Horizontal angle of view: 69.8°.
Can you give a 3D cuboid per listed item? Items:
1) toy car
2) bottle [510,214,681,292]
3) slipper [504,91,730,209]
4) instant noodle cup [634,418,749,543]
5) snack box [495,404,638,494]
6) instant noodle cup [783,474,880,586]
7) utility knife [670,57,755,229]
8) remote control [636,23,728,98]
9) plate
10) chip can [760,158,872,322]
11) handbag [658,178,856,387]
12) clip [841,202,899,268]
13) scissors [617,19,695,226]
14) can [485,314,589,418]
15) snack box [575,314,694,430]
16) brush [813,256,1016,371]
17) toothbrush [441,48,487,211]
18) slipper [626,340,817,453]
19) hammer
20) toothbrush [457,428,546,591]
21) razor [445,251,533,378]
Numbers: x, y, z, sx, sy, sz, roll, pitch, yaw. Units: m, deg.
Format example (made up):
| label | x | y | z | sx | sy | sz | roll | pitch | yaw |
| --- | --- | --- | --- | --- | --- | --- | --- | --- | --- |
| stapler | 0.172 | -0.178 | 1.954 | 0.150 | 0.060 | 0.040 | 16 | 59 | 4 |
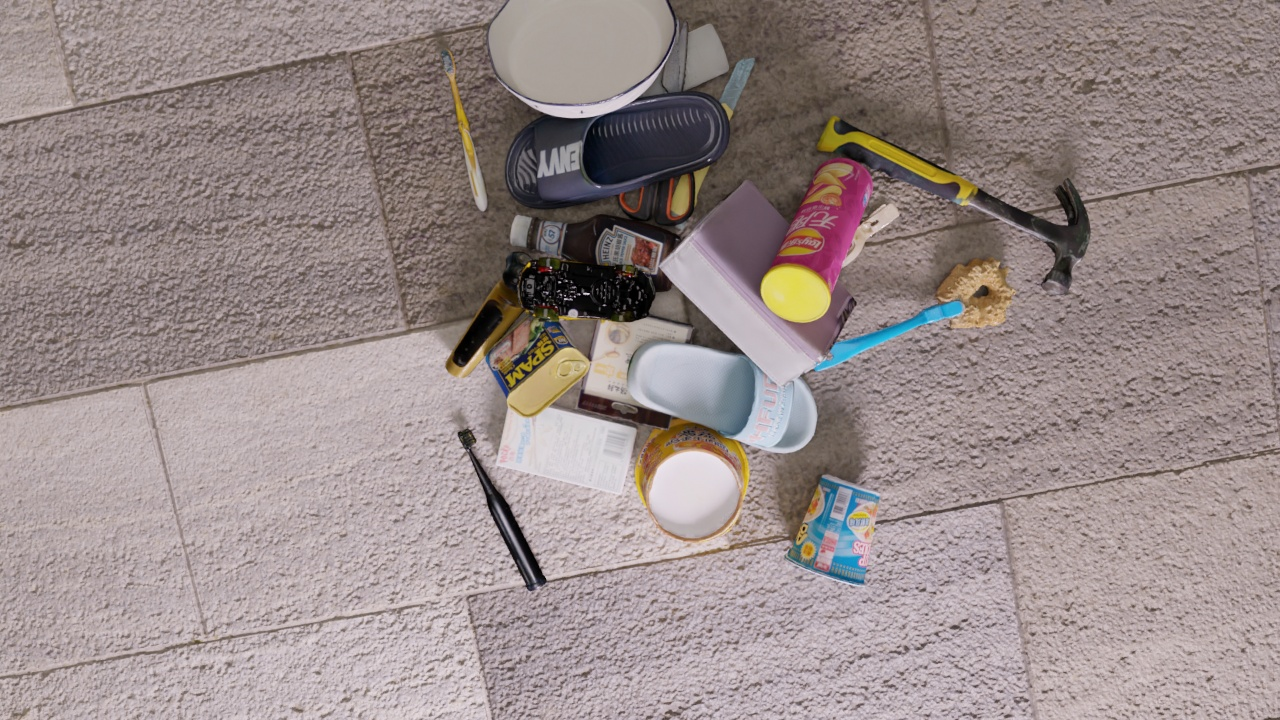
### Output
| label | x | y | z | sx | sy | sz | roll | pitch | yaw |
| --- | --- | --- | --- | --- | --- | --- | --- | --- | --- |
| toy car | -0.060 | -0.076 | 1.030 | 0.155 | 0.041 | 0.071 | 2 | 92 | -12 |
| bottle | -0.053 | -0.132 | 1.068 | 0.195 | 0.044 | 0.080 | 12 | 95 | 1 |
| slipper | -0.037 | -0.240 | 1.018 | 0.268 | 0.083 | 0.110 | -9 | 95 | 16 |
| instant noodle cup | 0.060 | 0.144 | 1.060 | 0.138 | 0.109 | 0.138 | 0 | 96 | 3 |
| snack box | -0.088 | 0.101 | 1.101 | 0.157 | 0.027 | 0.085 | 14 | 97 | 0 |
| instant noodle cup | 0.231 | 0.195 | 1.073 | 0.099 | 0.099 | 0.110 | 17 | 89 | 0 |
| utility knife | 0.081 | -0.253 | 1.063 | 0.031 | 0.022 | 0.211 | 24 | 103 | -2 |
| remote control | 0.024 | -0.330 | 1.054 | 0.150 | 0.021 | 0.058 | -23 | 103 | 4 |
| plate | -0.063 | -0.348 | 1.006 | 0.205 | 0.046 | 0.204 | -2 | 66 | 4 |
| chip can | 0.193 | -0.134 | 0.983 | 0.071 | 0.209 | 0.071 | 16 | 138 | 15 |
| handbag | 0.136 | -0.088 | 1.027 | 0.197 | 0.099 | 0.144 | 46 | 54 | -4 |
| clip | 0.251 | -0.146 | 1.061 | 0.100 | 0.071 | 0.034 | -41 | 92 | 11 |
| scissors | 0.044 | -0.266 | 1.046 | 0.142 | 0.021 | 0.235 | 32 | 106 | 6 |
| can | -0.122 | 0.002 | 1.058 | 0.102 | 0.057 | 0.083 | -41 | 49 | 4 |
| snack box | -0.006 | 0.006 | 1.076 | 0.113 | 0.053 | 0.126 | 14 | 97 | 0 |
| brush | 0.316 | -0.046 | 1.061 | 0.254 | 0.046 | 0.083 | -22 | 97 | -2 |
| toothbrush | -0.206 | -0.269 | 1.070 | 0.016 | 0.018 | 0.191 | -12 | 96 | 4 |
| slipper | 0.102 | 0.038 | 1.039 | 0.245 | 0.074 | 0.104 | 17 | 89 | -22 |
| hammer | 0.357 | -0.198 | 1.045 | 0.323 | 0.032 | 0.126 | 26 | 76 | 3 |
| toothbrush | -0.170 | 0.180 | 1.112 | 0.027 | 0.026 | 0.212 | -24 | 94 | 16 |
| razor | -0.172 | -0.049 | 1.072 | 0.062 | 0.067 | 0.168 | 40 | 102 | 6 |
